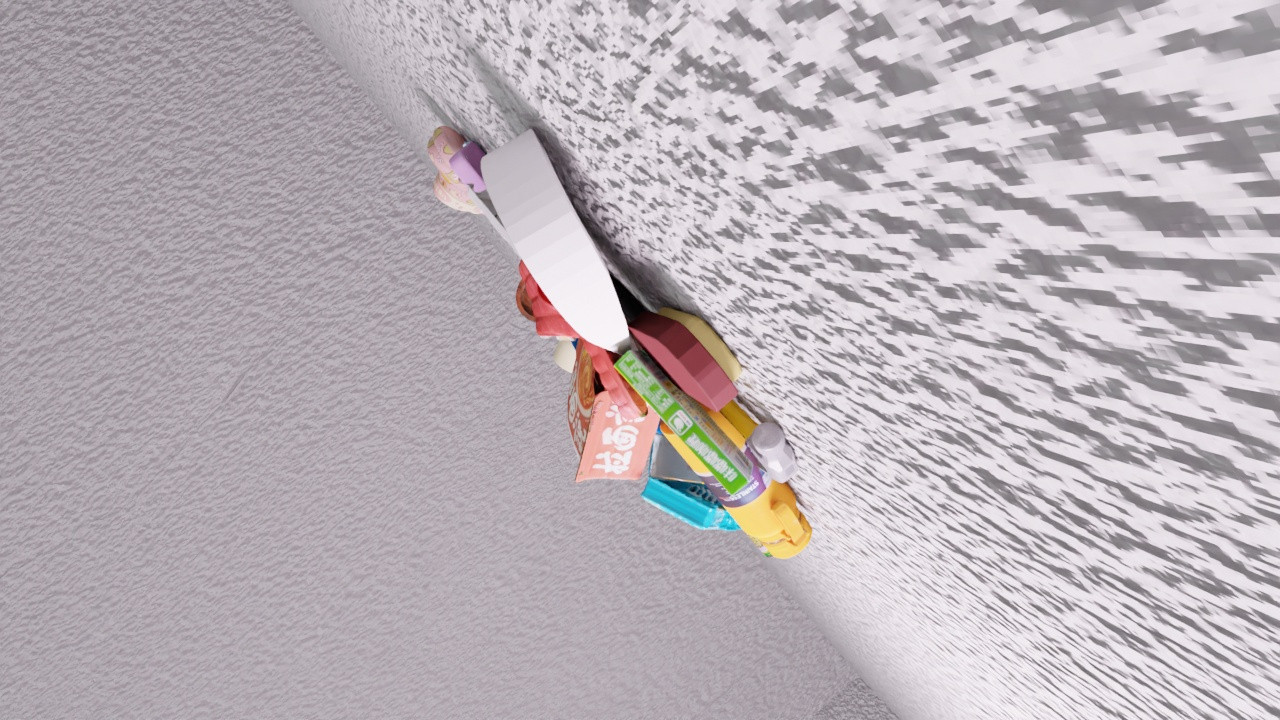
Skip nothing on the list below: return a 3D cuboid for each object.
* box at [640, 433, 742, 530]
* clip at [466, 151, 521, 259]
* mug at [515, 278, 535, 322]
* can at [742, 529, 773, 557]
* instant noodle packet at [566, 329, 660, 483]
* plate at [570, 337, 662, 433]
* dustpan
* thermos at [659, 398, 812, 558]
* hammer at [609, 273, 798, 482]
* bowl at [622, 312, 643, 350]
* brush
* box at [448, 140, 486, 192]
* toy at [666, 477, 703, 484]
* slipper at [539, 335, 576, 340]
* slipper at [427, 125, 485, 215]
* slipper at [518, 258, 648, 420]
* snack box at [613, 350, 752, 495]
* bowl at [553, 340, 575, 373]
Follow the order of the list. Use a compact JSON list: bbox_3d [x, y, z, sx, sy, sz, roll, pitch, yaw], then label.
[{"bbox_3d":[0.067,0.153,1.179,0.168,0.087,0.227,62,-166,19],"label":"box"},{"bbox_3d":[-0.150,-0.168,1.115,0.126,0.105,0.152,51,166,15],"label":"clip"},{"bbox_3d":[-0.112,-0.085,1.389,0.117,0.081,0.111,22,-176,22],"label":"mug"},{"bbox_3d":[0.166,0.215,1.310,0.121,0.067,0.067,49,176,0],"label":"can"},{"bbox_3d":[-0.045,0.014,1.110,0.165,0.084,0.220,105,158,-45],"label":"instant noodle packet"},{"bbox_3d":[-0.018,0.023,1.378,0.224,0.024,0.224,43,-168,-12],"label":"plate"},{"bbox_3d":[-0.061,-0.111,0.842,0.191,0.053,0.257,63,-172,9],"label":"dustpan"},{"bbox_3d":[0.118,0.140,1.062,0.233,0.076,0.091,52,-164,-24],"label":"thermos"},{"bbox_3d":[0.053,0.010,0.964,0.323,0.029,0.127,47,175,36],"label":"hammer"},{"bbox_3d":[-0.007,0.007,1.226,0.162,0.070,0.162,49,176,5],"label":"bowl"},{"bbox_3d":[0.041,-0.008,0.822,0.082,0.042,0.173,50,175,-14],"label":"brush"},{"bbox_3d":[-0.173,-0.205,1.247,0.214,0.041,0.151,51,-172,-18],"label":"box"},{"bbox_3d":[0.083,0.170,1.461,0.134,0.087,0.193,37,-169,-9],"label":"toy"},{"bbox_3d":[-0.092,-0.080,1.119,0.054,0.114,0.272,13,-174,-3],"label":"slipper"},{"bbox_3d":[-0.264,-0.259,1.355,0.093,0.081,0.197,62,-175,27],"label":"slipper"},{"bbox_3d":[-0.075,-0.041,0.932,0.248,0.059,0.103,61,-172,2],"label":"slipper"},{"bbox_3d":[0.047,0.058,0.922,0.168,0.027,0.132,48,-173,5],"label":"snack box"},{"bbox_3d":[-0.082,-0.032,1.535,0.118,0.117,0.074,45,132,47],"label":"bowl"}]
